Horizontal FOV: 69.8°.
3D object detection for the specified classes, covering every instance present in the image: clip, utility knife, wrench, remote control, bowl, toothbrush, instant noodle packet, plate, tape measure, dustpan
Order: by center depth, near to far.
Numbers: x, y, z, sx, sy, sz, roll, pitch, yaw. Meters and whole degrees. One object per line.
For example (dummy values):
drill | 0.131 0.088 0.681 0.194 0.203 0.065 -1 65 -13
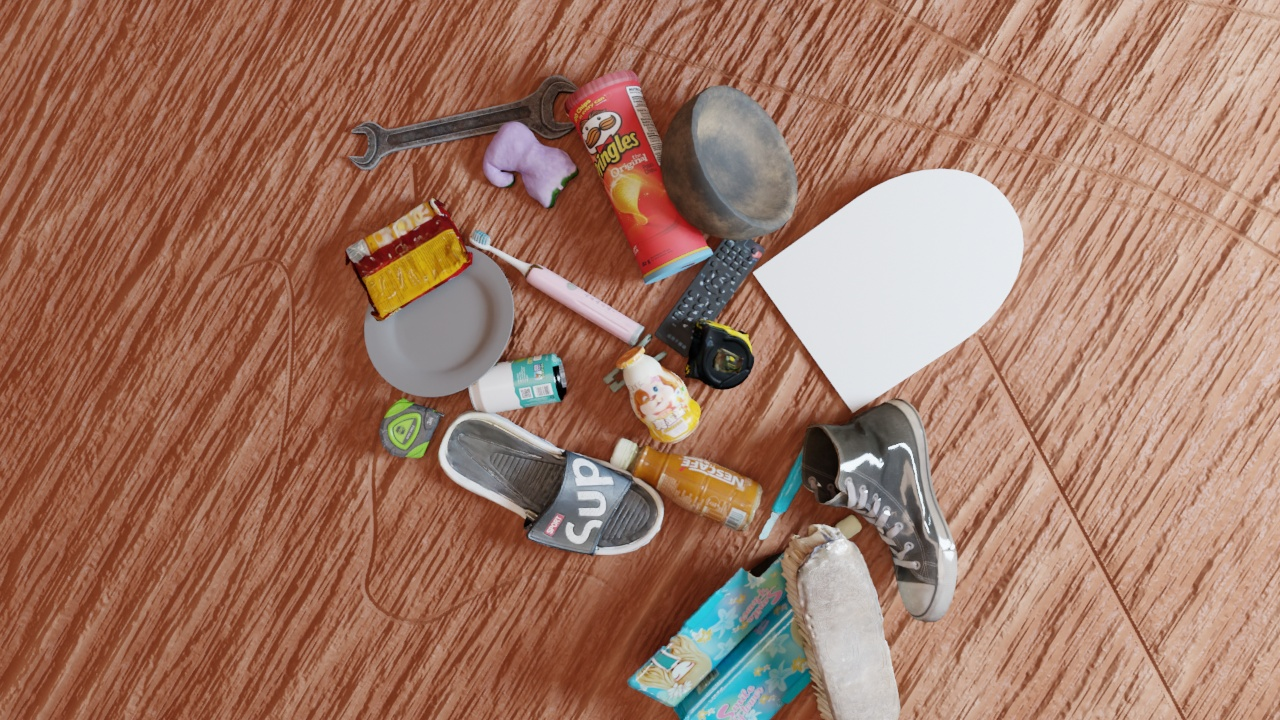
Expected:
bowl | 0.087 -0.200 0.965 0.070 0.161 0.162 -22 89 45
tape measure | 0.087 -0.004 1.004 0.072 0.042 0.071 10 98 -22
dustpan | 0.288 -0.096 1.013 0.258 0.053 0.191 -36 89 14
utility knife | 0.167 0.139 1.024 0.022 0.015 0.141 29 93 -18
remote control | 0.077 -0.076 1.024 0.047 0.022 0.150 37 91 2
instant noodle packet | -0.260 -0.113 1.025 0.135 0.040 0.098 -31 71 2
plate | -0.225 -0.045 1.027 0.178 0.012 0.178 -3 75 12
clip | -0.007 0.005 1.029 0.075 0.023 0.037 -41 89 5
toothbrush | -0.096 -0.083 1.029 0.222 0.027 0.027 31 121 2
tape measure | -0.263 0.077 1.038 0.058 0.036 0.065 28 89 -7
wrench | -0.200 -0.266 1.042 0.273 0.010 0.070 -11 90 3

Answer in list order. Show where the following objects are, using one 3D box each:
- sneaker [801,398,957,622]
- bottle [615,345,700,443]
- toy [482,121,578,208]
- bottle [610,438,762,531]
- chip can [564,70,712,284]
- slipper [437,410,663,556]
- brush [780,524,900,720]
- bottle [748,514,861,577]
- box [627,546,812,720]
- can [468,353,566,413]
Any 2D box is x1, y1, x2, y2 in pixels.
sneaker | 0.249 0.165 0.965 0.119 0.095 0.234 -10 90 -20
bottle | 0.017 0.036 0.998 0.063 0.063 0.109 -35 103 3
toy | -0.126 -0.215 1.026 0.099 0.036 0.080 39 109 -3
bottle | 0.048 0.131 1.009 0.167 0.059 0.059 23 92 4
chip can | -0.002 -0.196 0.994 0.087 0.087 0.213 -24 90 3
slipper | -0.104 0.141 1.018 0.264 0.063 0.111 27 92 5
brush | 0.211 0.291 0.954 0.083 0.056 0.271 -23 113 -10
bottle | 0.165 0.229 1.012 0.184 0.045 0.045 -34 89 -4
box | 0.116 0.303 0.982 0.227 0.039 0.181 -46 118 3
can | -0.136 0.026 1.019 0.101 0.055 0.055 -10 90 3
